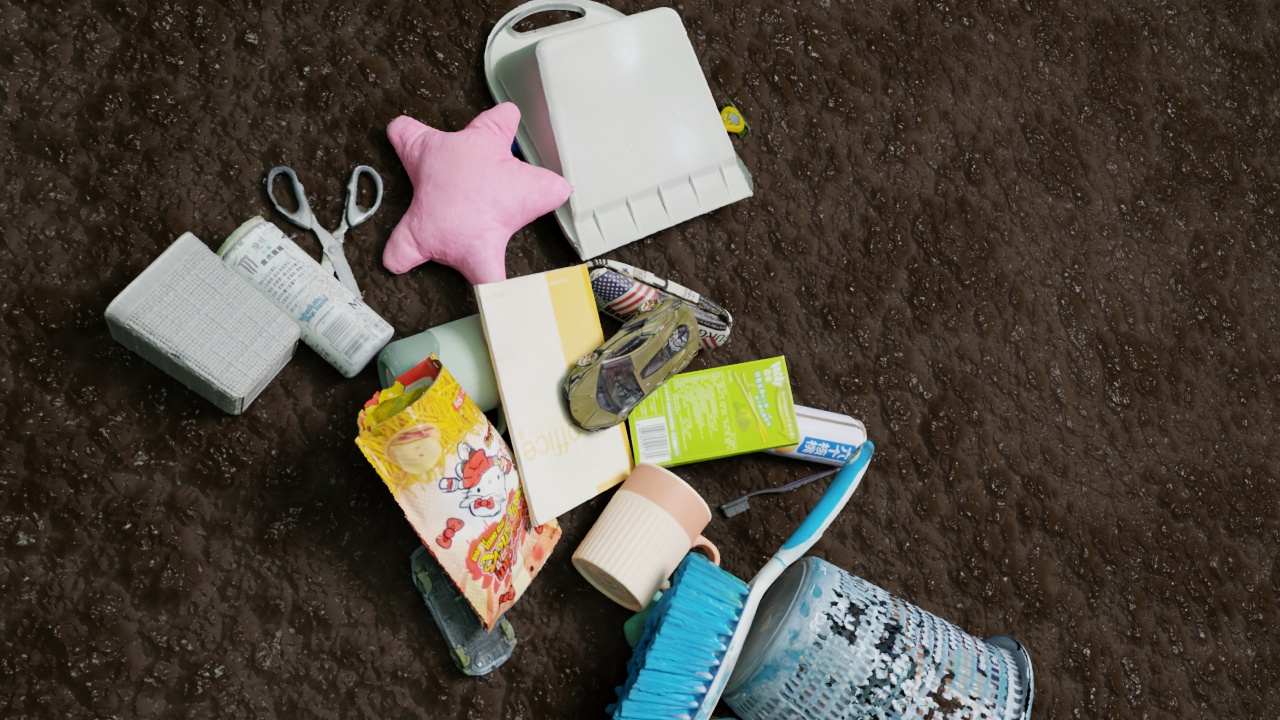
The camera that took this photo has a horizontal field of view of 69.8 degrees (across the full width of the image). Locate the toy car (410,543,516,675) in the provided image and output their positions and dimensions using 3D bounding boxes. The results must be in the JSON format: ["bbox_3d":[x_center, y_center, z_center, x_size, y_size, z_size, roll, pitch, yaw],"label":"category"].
[{"bbox_3d":[-0.150,0.204,0.770,0.054,0.037,0.120,-28,94,-31],"label":"toy car"}]

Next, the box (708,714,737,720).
[{"bbox_3d":[0.001,0.353,0.773,0.184,0.061,0.089,-1,74,-24],"label":"box"}]

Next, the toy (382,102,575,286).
[{"bbox_3d":[-0.149,-0.144,0.845,0.178,0.075,0.194,-4,77,1],"label":"toy"}]

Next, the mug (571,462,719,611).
[{"bbox_3d":[0.012,0.167,0.819,0.114,0.082,0.105,39,65,0],"label":"mug"}]

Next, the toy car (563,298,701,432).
[{"bbox_3d":[-0.005,0.005,0.833,0.157,0.042,0.070,-41,121,-27],"label":"toy car"}]

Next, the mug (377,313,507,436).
[{"bbox_3d":[-0.162,0.024,0.798,0.106,0.082,0.112,-21,101,-27],"label":"mug"}]

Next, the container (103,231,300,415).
[{"bbox_3d":[-0.342,-0.024,0.732,0.114,0.090,0.090,39,64,-11],"label":"container"}]

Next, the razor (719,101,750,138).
[{"bbox_3d":[0.063,-0.239,0.997,0.132,0.028,0.043,-35,93,-25],"label":"razor"}]

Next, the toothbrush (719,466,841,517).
[{"bbox_3d":[0.161,0.127,0.933,0.188,0.014,0.016,-14,87,-25],"label":"toothbrush"}]

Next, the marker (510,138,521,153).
[{"bbox_3d":[-0.083,-0.223,0.936,0.145,0.017,0.017,-12,79,-25],"label":"marker"}]

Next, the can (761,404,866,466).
[{"bbox_3d":[0.158,0.072,0.925,0.134,0.053,0.053,12,70,-19],"label":"can"}]

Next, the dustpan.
[{"bbox_3d":[-0.039,-0.259,0.949,0.222,0.143,0.258,-25,106,-26],"label":"dustpan"}]

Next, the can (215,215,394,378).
[{"bbox_3d":[-0.281,-0.052,0.773,0.146,0.058,0.058,42,64,-8],"label":"can"}]

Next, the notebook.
[{"bbox_3d":[-0.070,0.024,0.808,0.145,0.010,0.206,-20,99,-52],"label":"notebook"}]

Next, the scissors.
[{"bbox_3d":[-0.278,-0.105,0.823,0.159,0.014,0.177,35,66,-10],"label":"scissors"}]

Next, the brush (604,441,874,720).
[{"bbox_3d":[0.085,0.185,0.765,0.109,0.060,0.314,28,80,-3],"label":"brush"}]

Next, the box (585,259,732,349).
[{"bbox_3d":[0.014,-0.057,0.900,0.164,0.070,0.055,22,43,-18],"label":"box"}]

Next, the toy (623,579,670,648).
[{"bbox_3d":[0.023,0.260,0.828,0.092,0.030,0.096,42,70,-4],"label":"toy"}]

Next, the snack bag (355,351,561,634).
[{"bbox_3d":[-0.140,0.105,0.740,0.208,0.073,0.128,60,38,-25],"label":"snack bag"}]

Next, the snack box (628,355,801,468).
[{"bbox_3d":[0.067,0.051,0.870,0.156,0.026,0.085,-11,76,5],"label":"snack box"}]

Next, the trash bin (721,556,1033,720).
[{"bbox_3d":[0.187,0.285,0.800,0.195,0.227,0.226,34,64,5],"label":"trash bin"}]
